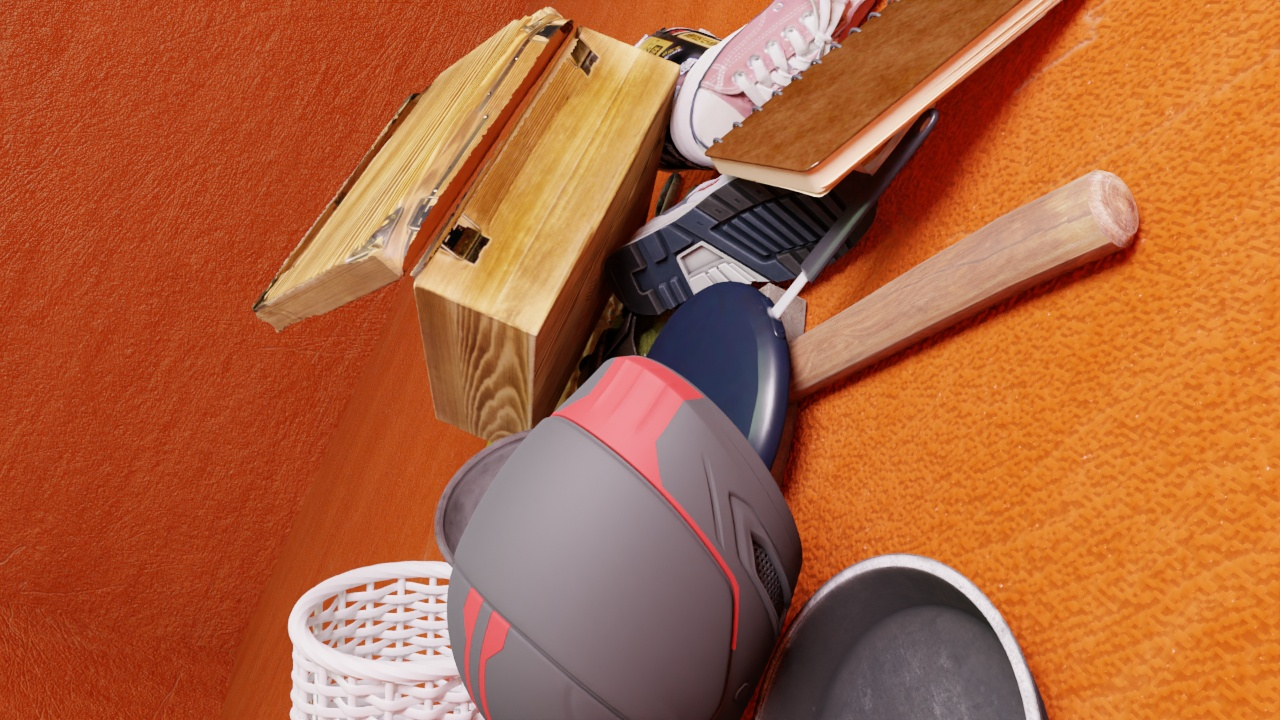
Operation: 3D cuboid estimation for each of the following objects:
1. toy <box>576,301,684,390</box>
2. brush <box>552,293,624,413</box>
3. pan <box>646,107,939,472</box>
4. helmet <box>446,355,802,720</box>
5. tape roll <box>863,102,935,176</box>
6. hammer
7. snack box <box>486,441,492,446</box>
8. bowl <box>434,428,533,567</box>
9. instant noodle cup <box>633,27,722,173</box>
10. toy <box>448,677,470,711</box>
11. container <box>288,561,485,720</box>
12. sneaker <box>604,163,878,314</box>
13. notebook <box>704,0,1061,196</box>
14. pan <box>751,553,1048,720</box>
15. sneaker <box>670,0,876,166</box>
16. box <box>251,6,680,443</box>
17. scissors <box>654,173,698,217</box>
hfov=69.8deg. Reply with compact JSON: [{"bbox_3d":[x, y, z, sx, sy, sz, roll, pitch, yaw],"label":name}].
[{"bbox_3d":[-0.005,0.005,0.808,0.153,0.078,0.179,-42,36,48],"label":"toy"},{"bbox_3d":[-0.063,0.004,0.920,0.057,0.083,0.270,67,-147,-66],"label":"brush"},{"bbox_3d":[0.074,-0.016,0.601,0.357,0.021,0.198,-55,31,33],"label":"pan"},{"bbox_3d":[-0.017,0.135,0.497,0.169,0.265,0.164,-42,50,-20],"label":"helmet"},{"bbox_3d":[0.170,-0.166,0.651,0.094,0.018,0.093,-49,28,37],"label":"tape roll"},{"bbox_3d":[0.148,-0.019,0.538,0.302,0.037,0.157,-35,39,53],"label":"hammer"},{"bbox_3d":[-0.098,0.044,0.994,0.121,0.045,0.180,-2,64,44],"label":"snack box"},{"bbox_3d":[-0.069,0.122,0.666,0.144,0.145,0.067,-95,-6,-49],"label":"bowl"},{"bbox_3d":[0.059,-0.232,0.832,0.112,0.137,0.137,36,103,57],"label":"instant noodle cup"},{"bbox_3d":[-0.138,0.224,0.899,0.160,0.084,0.194,-48,36,36],"label":"toy"},{"bbox_3d":[-0.189,0.289,0.754,0.189,0.189,0.187,-147,60,-68],"label":"container"},{"bbox_3d":[0.083,-0.117,0.706,0.240,0.089,0.124,-16,26,41],"label":"sneaker"},{"bbox_3d":[0.155,-0.186,0.571,0.225,0.024,0.167,-39,23,-4],"label":"notebook"},{"bbox_3d":[0.122,0.223,0.346,0.188,0.055,0.356,-59,24,21],"label":"pan"},{"bbox_3d":[0.123,-0.247,0.715,0.241,0.118,0.088,-50,26,5],"label":"sneaker"},{"bbox_3d":[-0.143,-0.130,0.745,0.270,0.263,0.278,110,-174,-62],"label":"box"},{"bbox_3d":[0.022,-0.130,0.961,0.169,0.012,0.157,-36,37,54],"label":"scissors"}]
